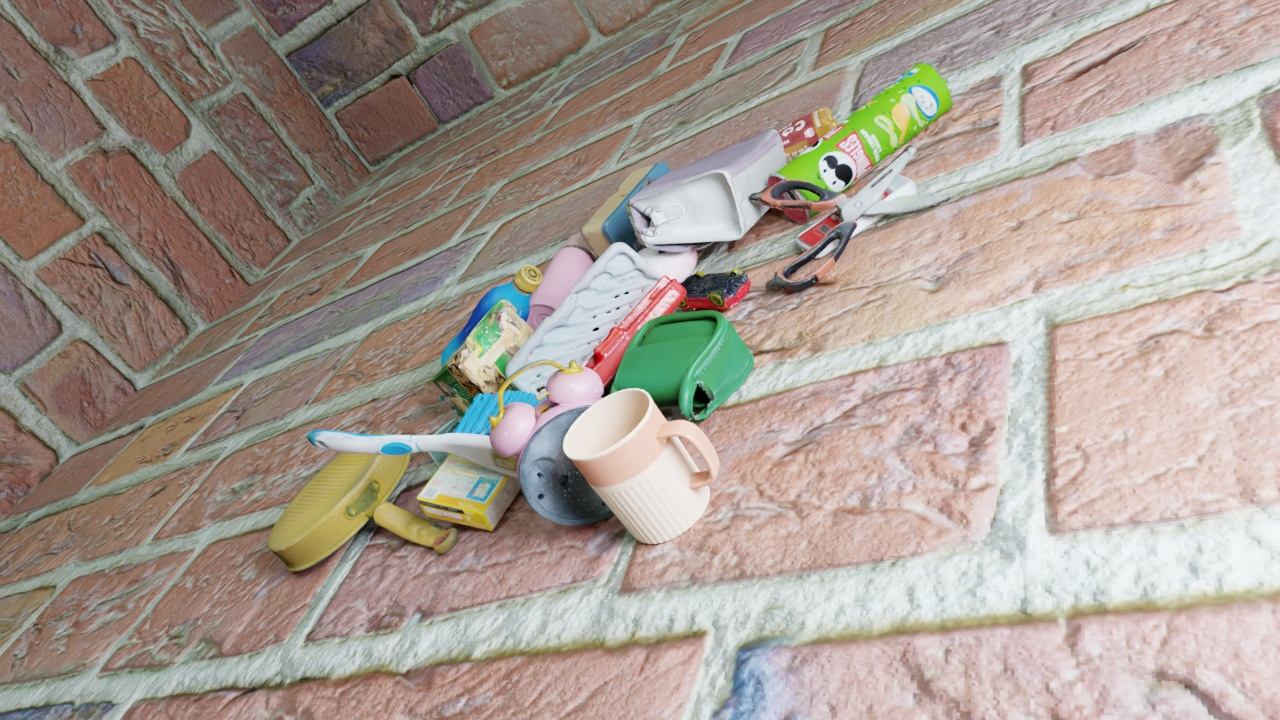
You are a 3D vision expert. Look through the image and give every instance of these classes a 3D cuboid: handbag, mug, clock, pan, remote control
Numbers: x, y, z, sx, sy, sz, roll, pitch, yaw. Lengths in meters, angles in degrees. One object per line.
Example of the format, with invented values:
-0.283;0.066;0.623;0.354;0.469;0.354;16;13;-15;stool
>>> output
0.038;0.013;0.904;0.132;0.068;0.120;-1;49;48;handbag
0.091;-0.206;1.138;0.145;0.098;0.196;-5;23;30;handbag
0.011;0.085;0.753;0.115;0.106;0.081;-16;31;34;mug
-0.066;0.069;0.814;0.117;0.158;0.060;-35;28;-3;clock
-0.311;0.174;1.060;0.358;0.078;0.197;-8;39;55;pan
0.236;-0.160;1.010;0.136;0.020;0.056;-34;25;2;remote control
-0.221;0.107;1.096;0.056;0.019;0.135;-40;26;-11;remote control

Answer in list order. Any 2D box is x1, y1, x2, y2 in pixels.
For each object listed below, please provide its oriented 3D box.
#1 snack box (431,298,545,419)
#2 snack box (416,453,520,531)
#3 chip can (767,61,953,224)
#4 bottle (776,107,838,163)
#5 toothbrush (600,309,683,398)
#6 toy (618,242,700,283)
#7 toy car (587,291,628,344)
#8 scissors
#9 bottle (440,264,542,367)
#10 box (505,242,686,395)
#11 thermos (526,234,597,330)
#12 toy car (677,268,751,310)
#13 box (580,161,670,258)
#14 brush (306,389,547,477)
-0.184;0.011;1.125;0.106;0.118;0.117;-21;27;48;snack box
-0.161;0.112;0.971;0.087;0.034;0.140;6;46;27;snack box
0.262;-0.259;1.090;0.236;0.072;0.072;-38;26;-8;chip can
0.181;-0.278;1.237;0.175;0.057;0.057;-21;28;26;bottle
-0.006;0.006;1.022;0.017;0.012;0.185;10;49;48;toothbrush
0.023;-0.120;1.165;0.121;0.054;0.159;-19;22;27;toy
-0.031;-0.045;1.094;0.158;0.042;0.070;-10;59;41;toy car
0.215;-0.154;0.982;0.223;0.015;0.188;2;61;27;scissors
-0.190;-0.048;1.185;0.219;0.065;0.065;-45;13;43;bottle
-0.054;-0.032;0.996;0.201;0.101;0.095;-49;4;-3;box
-0.110;-0.100;1.279;0.087;0.067;0.198;-52;12;37;thermos
0.078;-0.078;1.042;0.106;0.031;0.049;5;45;49;toy car
-0.009;-0.196;1.290;0.062;0.090;0.183;-7;39;43;box
-0.193;0.076;0.947;0.315;0.061;0.109;11;49;23;brush
